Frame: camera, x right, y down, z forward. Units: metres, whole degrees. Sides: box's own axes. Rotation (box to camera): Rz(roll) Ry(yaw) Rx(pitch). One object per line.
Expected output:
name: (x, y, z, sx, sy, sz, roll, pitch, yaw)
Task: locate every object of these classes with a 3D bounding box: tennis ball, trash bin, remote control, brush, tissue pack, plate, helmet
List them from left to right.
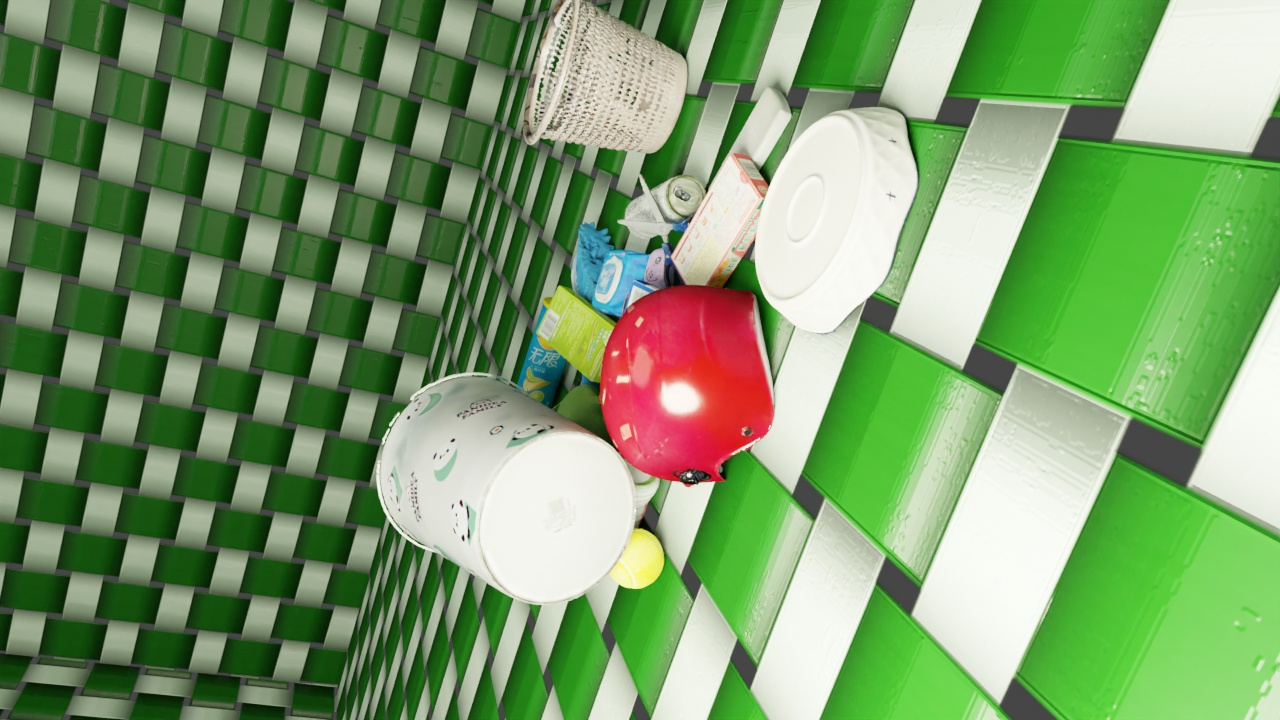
trash bin: (-0.146, 0.145, 1.031, 0.252, 0.229, 0.229, 15, 91, 56)
brush: (-0.073, -0.073, 1.407, 0.110, 0.060, 0.313, 116, 155, -44)
trash bin: (-0.047, -0.398, 1.330, 0.228, 0.192, 0.227, -167, 91, -70)
tissue pack: (-0.023, -0.108, 1.282, 0.157, 0.052, 0.095, -157, 84, -70)
tennis ball: (-0.006, 0.219, 1.016, 0.065, 0.065, 0.065, -167, 91, -70)
helmet: (0.025, 0.025, 0.956, 0.241, 0.143, 0.206, 126, 148, -48)
remote control: (0.121, -0.230, 1.028, 0.058, 0.021, 0.150, -101, 32, -43)
plate: (0.164, -0.129, 0.820, 0.205, 0.045, 0.205, -166, 91, -70)

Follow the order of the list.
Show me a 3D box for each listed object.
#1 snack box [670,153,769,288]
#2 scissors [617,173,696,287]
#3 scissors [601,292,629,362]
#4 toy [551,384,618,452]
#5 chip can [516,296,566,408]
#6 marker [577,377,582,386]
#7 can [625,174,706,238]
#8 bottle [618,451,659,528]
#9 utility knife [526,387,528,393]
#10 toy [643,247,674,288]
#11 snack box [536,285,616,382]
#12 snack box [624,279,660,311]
snack box: (0.089, -0.144, 1.020, 0.156, 0.027, 0.077, -59, 45, 40)
scissors: (0.037, -0.152, 1.117, 0.176, 0.012, 0.162, -1, 99, 43)
scissors: (-0.007, 0.003, 1.187, 0.189, 0.015, 0.226, -126, 36, -46)
toy: (-0.073, 0.113, 1.227, 0.246, 0.090, 0.227, -105, 36, -58)
chip can: (-0.162, 0.002, 1.555, 0.071, 0.071, 0.210, -122, 49, -63)
marker: (-0.104, 0.088, 1.426, 0.022, 0.018, 0.131, 33, 108, 60)
can: (0.031, -0.199, 1.195, 0.147, 0.058, 0.058, 173, 109, -69)
bottle: (-0.039, 0.197, 1.120, 0.068, 0.068, 0.197, -101, 28, -48)
utility knife: (-0.142, 0.133, 1.344, 0.033, 0.015, 0.219, -114, 10, -57)
toy: (0.020, -0.091, 1.180, 0.084, 0.039, 0.108, -177, 95, -72)
snack box: (-0.088, -0.040, 1.350, 0.156, 0.026, 0.086, 38, 106, 41)
snack box: (0.004, -0.010, 1.101, 0.084, 0.026, 0.157, 29, 108, 46)
